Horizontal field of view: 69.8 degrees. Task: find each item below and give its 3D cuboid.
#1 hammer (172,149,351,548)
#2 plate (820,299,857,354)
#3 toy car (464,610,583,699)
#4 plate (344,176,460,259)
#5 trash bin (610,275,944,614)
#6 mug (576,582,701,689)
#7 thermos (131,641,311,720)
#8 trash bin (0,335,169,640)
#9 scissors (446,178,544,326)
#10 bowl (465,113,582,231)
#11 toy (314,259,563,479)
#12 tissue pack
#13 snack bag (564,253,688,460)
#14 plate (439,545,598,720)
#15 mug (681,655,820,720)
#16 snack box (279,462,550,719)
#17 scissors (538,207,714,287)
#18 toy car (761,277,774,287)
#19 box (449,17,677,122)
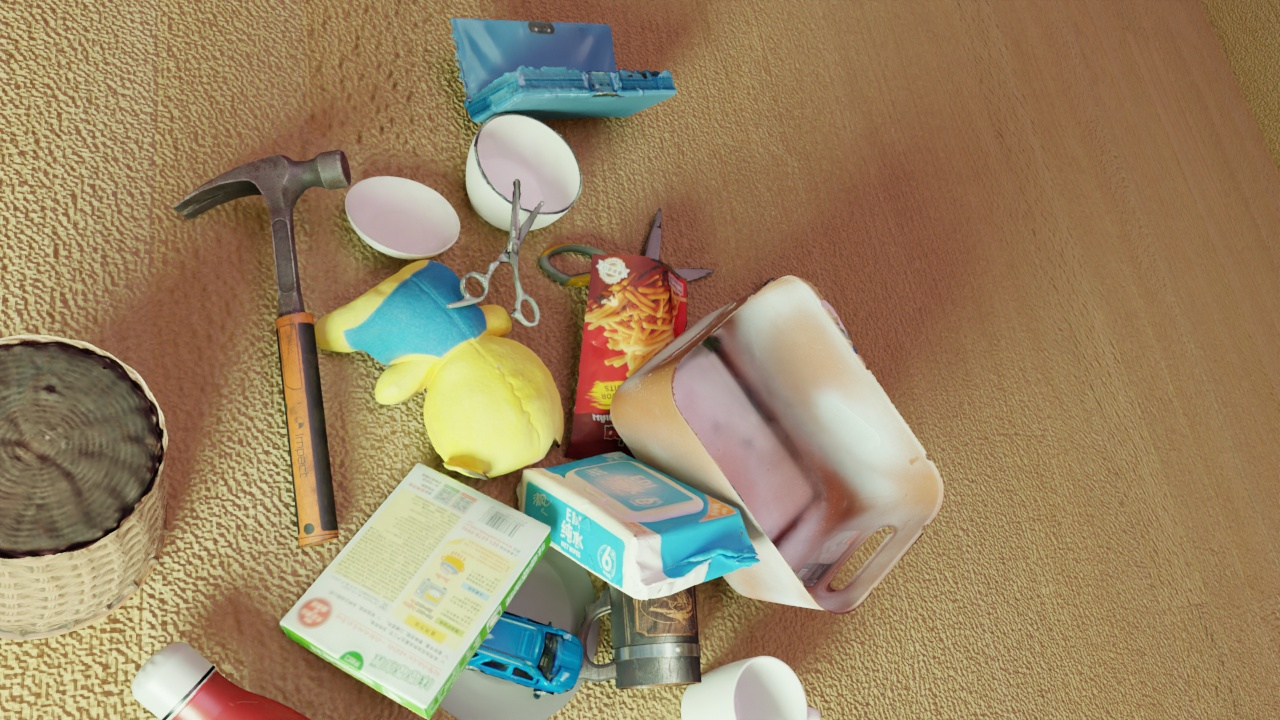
[{"bbox_3d":[-0.286,-0.009,0.728,0.138,0.035,0.314,-10,80,-3],"label":"hammer"},{"bbox_3d":[0.219,0.024,1.031,0.187,0.016,0.186,61,34,-8],"label":"plate"},{"bbox_3d":[-0.099,0.230,0.731,0.120,0.044,0.056,26,56,-22],"label":"toy car"},{"bbox_3d":[-0.220,-0.125,0.841,0.104,0.026,0.104,17,43,-17],"label":"plate"},{"bbox_3d":[0.115,0.079,0.835,0.181,0.158,0.260,-40,99,-26],"label":"trash bin"},{"bbox_3d":[-0.005,0.227,0.797,0.115,0.080,0.107,2,67,-14],"label":"mug"},{"bbox_3d":[-0.237,0.279,0.615,0.240,0.073,0.073,44,51,-7],"label":"thermos"},{"bbox_3d":[-0.354,0.075,0.546,0.151,0.211,0.151,15,60,-28],"label":"trash bin"},{"bbox_3d":[-0.125,-0.098,0.815,0.146,0.014,0.141,-6,81,-50],"label":"scissors"},{"bbox_3d":[-0.123,-0.180,0.916,0.116,0.066,0.116,14,61,-28],"label":"bowl"},{"bbox_3d":[-0.155,0.009,0.793,0.214,0.084,0.148,50,52,0],"label":"toy"},{"bbox_3d":[-0.008,0.134,0.764,0.116,0.209,0.066,-6,106,-36],"label":"tissue pack"},{"bbox_3d":[-0.005,0.005,0.910,0.138,0.067,0.207,11,77,-30],"label":"snack bag"},{"bbox_3d":[-0.111,0.214,0.769,0.178,0.012,0.178,15,61,-28],"label":"plate"},{"bbox_3d":[0.102,0.312,0.815,0.114,0.088,0.080,18,59,-26],"label":"mug"},{"bbox_3d":[-0.167,0.168,0.705,0.132,0.027,0.167,23,50,16],"label":"snack box"},{"bbox_3d":[-0.009,-0.081,0.976,0.229,0.016,0.224,19,59,-25],"label":"scissors"},{"bbox_3d":[0.159,-0.047,1.061,0.048,0.032,0.105,20,53,-24],"label":"toy car"},{"bbox_3d":[-0.077,-0.319,0.968,0.230,0.094,0.112,-17,96,-43],"label":"box"}]
